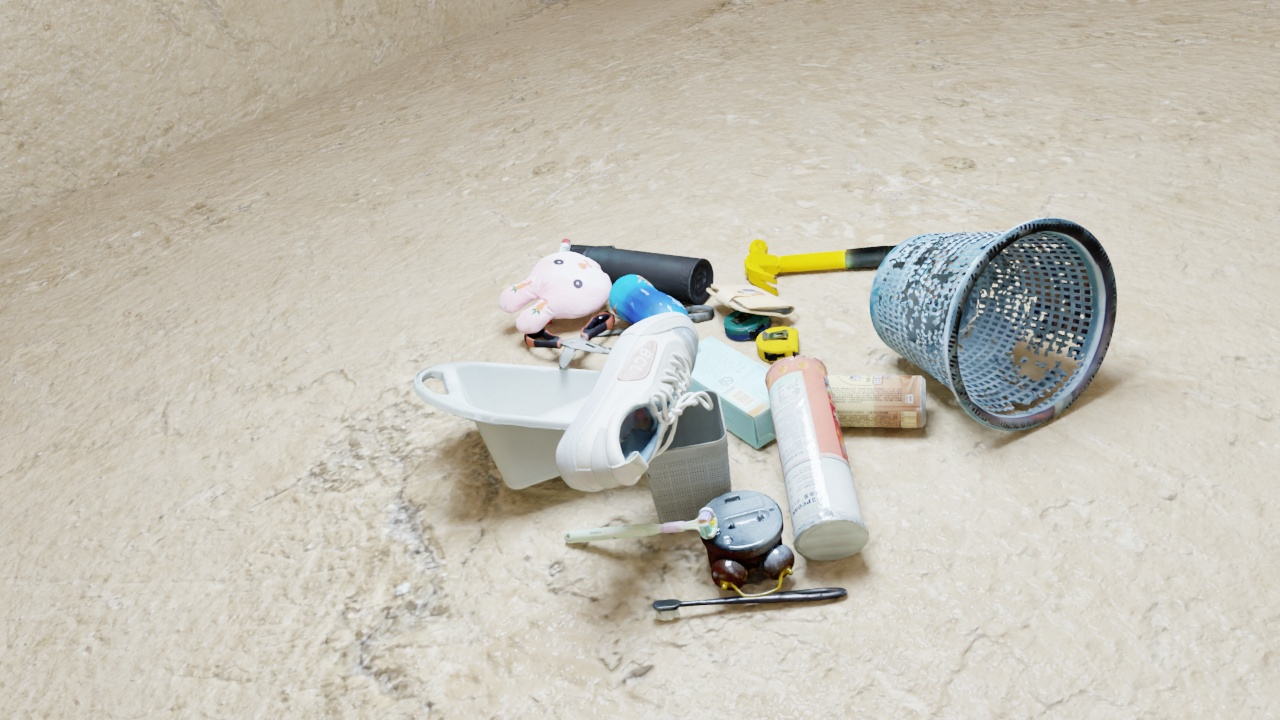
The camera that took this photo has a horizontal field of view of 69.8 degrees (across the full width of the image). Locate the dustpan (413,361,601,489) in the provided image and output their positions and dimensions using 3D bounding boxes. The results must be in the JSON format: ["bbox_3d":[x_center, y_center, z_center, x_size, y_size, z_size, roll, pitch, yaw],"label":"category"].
[{"bbox_3d":[-0.115,0.038,1.059,0.257,0.143,0.222,-23,22,-9],"label":"dustpan"}]

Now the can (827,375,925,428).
[{"bbox_3d":[0.259,0.046,1.029,0.116,0.058,0.058,0,35,17],"label":"can"}]

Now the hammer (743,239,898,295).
[{"bbox_3d":[0.299,-0.146,1.328,0.301,0.033,0.128,-3,35,13],"label":"hammer"}]

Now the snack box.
[{"bbox_3d":[0.111,0.035,1.100,0.074,0.052,0.175,-27,37,-24],"label":"snack box"}]

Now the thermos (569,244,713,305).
[{"bbox_3d":[-0.005,-0.141,1.382,0.243,0.068,0.089,13,46,34],"label":"thermos"}]

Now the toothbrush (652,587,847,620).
[{"bbox_3d":[0.102,0.225,0.854,0.181,0.018,0.015,-7,17,4],"label":"toothbrush"}]

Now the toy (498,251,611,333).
[{"bbox_3d":[-0.122,-0.099,1.329,0.159,0.054,0.121,-32,61,-20],"label":"toy"}]

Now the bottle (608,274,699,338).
[{"bbox_3d":[0.020,-0.059,1.214,0.065,0.065,0.218,-21,24,-13],"label":"bottle"}]

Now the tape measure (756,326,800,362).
[{"bbox_3d":[0.178,-0.023,1.186,0.057,0.029,0.059,-4,34,13],"label":"tape measure"}]

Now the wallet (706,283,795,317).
[{"bbox_3d":[0.147,-0.085,1.260,0.087,0.024,0.115,-2,21,-22],"label":"wallet"}]

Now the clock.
[{"bbox_3d":[0.102,0.179,0.884,0.082,0.055,0.121,-13,33,-2],"label":"clock"}]

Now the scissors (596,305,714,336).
[{"bbox_3d":[0.022,-0.046,1.290,0.180,0.014,0.159,-19,30,-6],"label":"scissors"}]

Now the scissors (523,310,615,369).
[{"bbox_3d":[-0.093,-0.029,1.254,0.189,0.015,0.226,-5,20,26],"label":"scissors"}]

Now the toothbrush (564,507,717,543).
[{"bbox_3d":[-0.005,0.169,0.915,0.190,0.029,0.020,-13,-18,37],"label":"toothbrush"}]

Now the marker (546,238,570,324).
[{"bbox_3d":[-0.126,-0.120,1.382,0.017,0.017,0.145,1,63,19],"label":"marker"}]

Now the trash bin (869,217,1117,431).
[{"bbox_3d":[0.374,-0.057,1.033,0.226,0.227,0.195,-22,22,-15],"label":"trash bin"}]

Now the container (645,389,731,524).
[{"bbox_3d":[0.048,0.106,0.955,0.090,0.114,0.090,-9,33,4],"label":"container"}]

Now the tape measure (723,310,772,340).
[{"bbox_3d":[0.141,-0.050,1.242,0.058,0.025,0.054,22,45,41],"label":"tape measure"}]

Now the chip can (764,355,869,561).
[{"bbox_3d":[0.174,0.093,0.933,0.071,0.071,0.214,-9,46,5],"label":"chip can"}]

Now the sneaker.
[{"bbox_3d":[0.014,0.030,0.887,0.091,0.089,0.241,-7,34,37],"label":"sneaker"}]
